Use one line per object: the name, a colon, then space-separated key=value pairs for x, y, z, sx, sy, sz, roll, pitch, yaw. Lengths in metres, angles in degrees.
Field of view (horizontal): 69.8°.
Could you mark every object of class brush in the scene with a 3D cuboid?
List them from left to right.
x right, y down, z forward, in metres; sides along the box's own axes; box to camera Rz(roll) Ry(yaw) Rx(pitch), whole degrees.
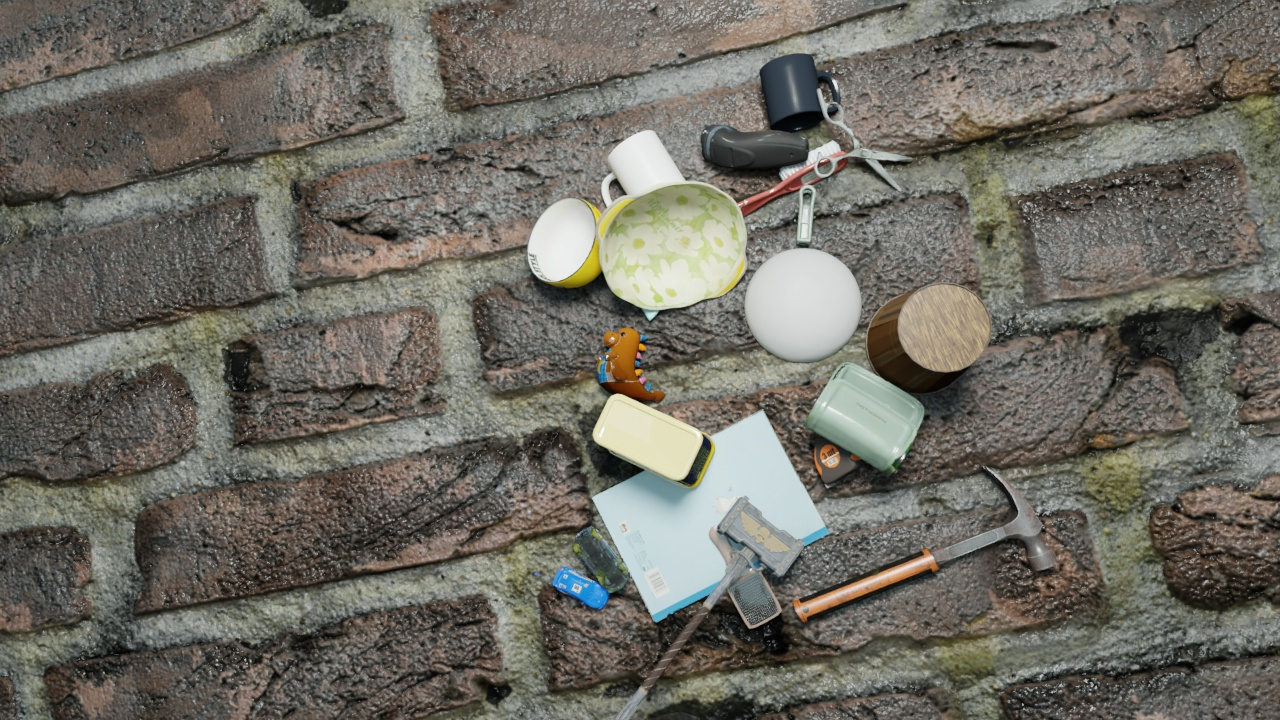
brush: x=0.126 y=0.270 z=1.159 sx=0.050 sy=0.015 sz=0.135 roll=-30 pitch=83 yaw=3
brush: x=0.187 y=-0.234 z=1.195 sx=0.172 sy=0.041 sz=0.030 roll=-26 pitch=65 yaw=7

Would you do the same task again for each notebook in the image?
notebook: x=0.088 y=0.201 z=1.183 sx=0.253 sy=0.009 sz=0.181 roll=-28 pitch=82 yaw=4

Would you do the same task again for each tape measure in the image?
tape measure: x=0.248 y=0.119 z=1.151 sx=0.058 sy=0.038 sz=0.058 roll=-41 pitch=68 yaw=39

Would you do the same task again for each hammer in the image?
hammer: x=0.065 y=0.321 z=1.116 sx=0.098 sy=0.044 sz=0.321 roll=38 pitch=79 yaw=9
hammer: x=0.334 y=0.242 z=1.134 sx=0.314 sy=0.035 sz=0.137 roll=-23 pitch=83 yaw=6

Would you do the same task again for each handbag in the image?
handbag: x=0.273 y=0.070 z=1.113 sx=0.122 sy=0.067 sz=0.105 roll=32 pitch=45 yaw=11

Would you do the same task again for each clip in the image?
clip: x=0.214 y=-0.188 z=1.189 sx=0.023 sy=0.042 sz=0.075 roll=5 pitch=86 yaw=6

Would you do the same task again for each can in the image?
can: x=0.017 y=0.100 z=1.144 sx=0.135 sy=0.104 sz=0.075 roll=24 pitch=84 yaw=15

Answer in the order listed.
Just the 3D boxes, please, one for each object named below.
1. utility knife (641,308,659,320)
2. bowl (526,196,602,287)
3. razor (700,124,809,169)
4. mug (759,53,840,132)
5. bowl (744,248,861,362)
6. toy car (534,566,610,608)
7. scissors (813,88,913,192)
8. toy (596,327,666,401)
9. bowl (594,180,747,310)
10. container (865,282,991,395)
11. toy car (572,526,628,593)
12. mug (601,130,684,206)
utility knife: x=-0.025 y=-0.125 z=1.225 sx=0.022 sy=0.015 sz=0.165 roll=-36 pitch=78 yaw=5
bowl: x=-0.083 y=-0.147 z=1.197 sx=0.117 sy=0.067 sz=0.117 roll=-12 pitch=70 yaw=34
razor: x=0.148 y=-0.278 z=1.186 sx=0.141 sy=0.053 sz=0.063 roll=6 pitch=48 yaw=17
mug: x=0.211 y=-0.346 z=1.188 sx=0.105 sy=0.071 sz=0.077 roll=-8 pitch=83 yaw=-20
bowl: x=0.208 y=-0.074 z=1.172 sx=0.149 sy=0.043 sz=0.149 roll=-1 pitch=85 yaw=8
toy car: x=-0.088 y=0.290 z=1.172 sx=0.092 sy=0.062 sz=0.033 roll=24 pitch=88 yaw=9
scissors: x=0.278 y=-0.278 z=1.163 sx=0.141 sy=0.014 sz=0.158 roll=-19 pitch=100 yaw=-15
toy: x=-0.007 y=0.007 z=1.201 sx=0.103 sy=0.071 sz=0.090 roll=21 pitch=74 yaw=-14
bowl: x=0.035 y=-0.156 z=1.160 sx=0.189 sy=0.219 sz=0.060 roll=-50 pitch=37 yaw=25
container: x=0.343 y=-0.030 z=1.087 sx=0.132 sy=0.167 sz=0.132 roll=-1 pitch=85 yaw=7
toy car: x=-0.050 y=0.257 z=1.187 sx=0.039 sy=0.027 sz=0.090 roll=-40 pitch=79 yaw=1
mug: x=-0.002 y=-0.232 z=1.207 sx=0.111 sy=0.073 sz=0.090 roll=-36 pitch=81 yaw=29
